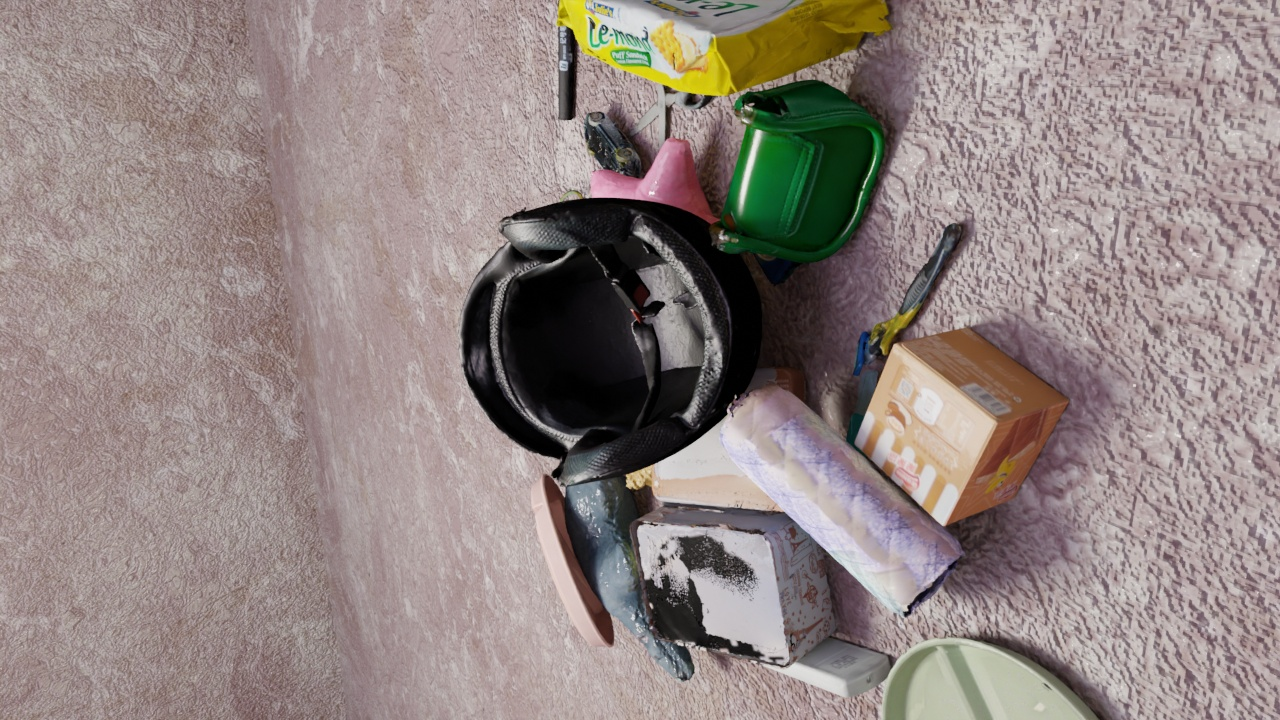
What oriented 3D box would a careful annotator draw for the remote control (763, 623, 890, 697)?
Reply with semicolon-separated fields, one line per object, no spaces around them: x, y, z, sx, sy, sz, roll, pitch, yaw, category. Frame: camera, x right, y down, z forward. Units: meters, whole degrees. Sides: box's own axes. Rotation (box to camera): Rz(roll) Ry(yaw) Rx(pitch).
0.159;0.274;0.843;0.150;0.058;0.021;-3;101;59;remote control

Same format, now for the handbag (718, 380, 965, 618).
0.153;0.105;0.705;0.194;0.075;0.134;42;179;23;handbag

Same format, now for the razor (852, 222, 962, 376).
0.203;-0.046;0.692;0.042;0.022;0.143;-70;4;-48;razor

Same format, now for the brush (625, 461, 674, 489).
0.047;0.080;0.971;0.255;0.045;0.083;-30;74;53;brush

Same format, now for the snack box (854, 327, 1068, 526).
0.220;0.044;0.642;0.093;0.076;0.095;47;137;40;snack box

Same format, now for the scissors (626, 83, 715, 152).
0.026;-0.255;0.912;0.159;0.014;0.177;34;132;52;scissors

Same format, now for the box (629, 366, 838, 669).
0.077;0.138;0.868;0.178;0.088;0.262;-2;100;44;box

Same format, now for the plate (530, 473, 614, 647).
-0.087;0.252;1.150;0.229;0.028;0.229;153;95;-89;plate

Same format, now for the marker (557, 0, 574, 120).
-0.085;-0.343;1.050;0.022;0.020;0.132;-99;11;-64;marker

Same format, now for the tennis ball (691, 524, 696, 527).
0.032;0.198;1.011;0.065;0.065;0.065;27;123;52;tennis ball

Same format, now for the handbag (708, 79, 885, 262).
0.115;-0.142;0.705;0.068;0.120;0.132;54;144;42;handbag

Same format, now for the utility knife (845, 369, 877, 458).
0.183;0.093;0.781;0.029;0.013;0.193;34;131;46;utility knife

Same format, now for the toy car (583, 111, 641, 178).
-0.029;-0.226;0.986;0.105;0.031;0.049;56;153;29;toy car

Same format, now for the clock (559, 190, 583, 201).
-0.066;-0.117;1.064;0.116;0.056;0.161;-9;93;58;clock

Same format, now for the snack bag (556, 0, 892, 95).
0.058;-0.269;0.723;0.246;0.157;0.068;39;149;46;snack bag

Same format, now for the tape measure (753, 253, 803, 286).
0.121;-0.102;0.799;0.058;0.025;0.055;62;144;16;tape measure

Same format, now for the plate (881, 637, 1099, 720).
0.278;0.320;0.697;0.230;0.027;0.230;27;122;52;plate

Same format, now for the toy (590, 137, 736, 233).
0.011;-0.137;0.907;0.178;0.074;0.195;45;135;14;toy

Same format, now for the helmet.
-0.023;-0.023;0.804;0.275;0.229;0.233;-9;94;37;helmet

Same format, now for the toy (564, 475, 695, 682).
-0.029;0.212;1.088;0.356;0.091;0.138;67;151;19;toy
